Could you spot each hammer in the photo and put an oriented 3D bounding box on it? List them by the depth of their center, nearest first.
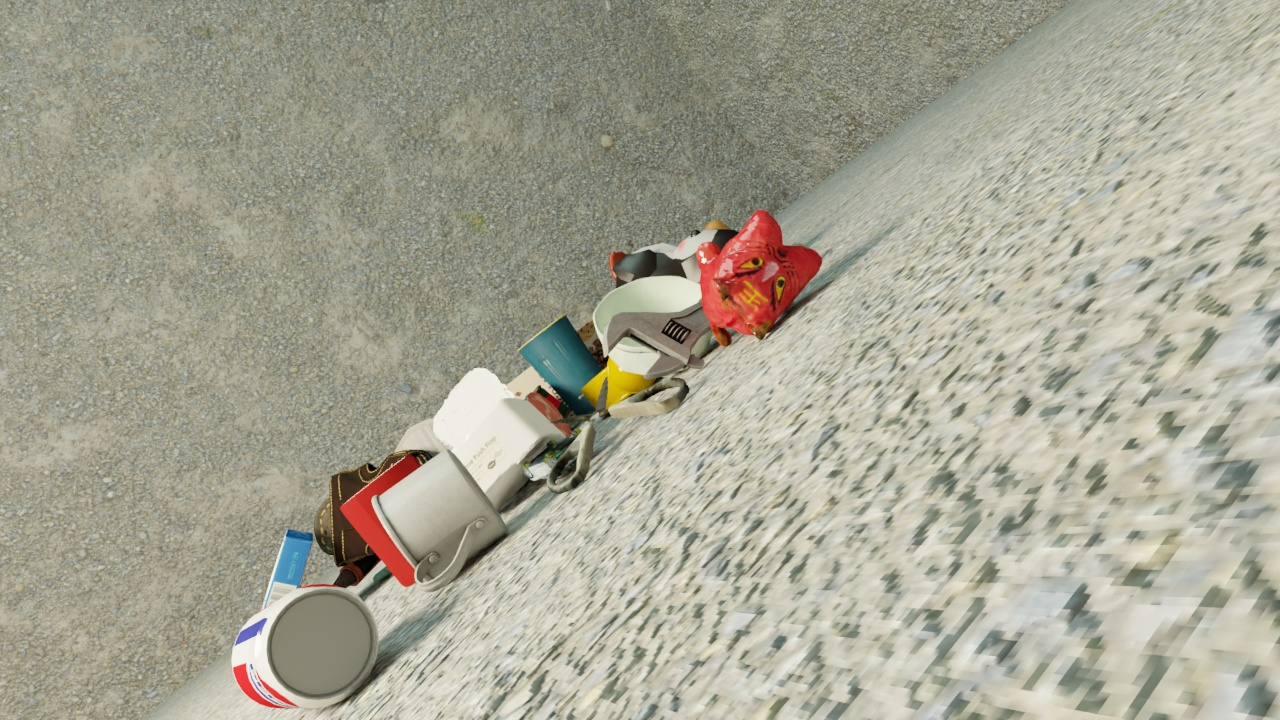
[{"bbox_3d":[-0.337,0.245,1.127,0.138,0.035,0.313,-35,9,36],"label":"hammer"}]

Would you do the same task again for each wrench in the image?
[{"bbox_3d":[0.074,-0.055,0.838,0.272,0.083,0.018,-33,-24,-38],"label":"wrench"}]

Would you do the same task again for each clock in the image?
[{"bbox_3d":[-0.006,0.006,0.986,0.113,0.052,0.152,-40,0,-35],"label":"clock"}]

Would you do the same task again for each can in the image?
[{"bbox_3d":[-0.214,0.183,0.580,0.070,0.070,0.132,-40,4,-35],"label":"can"}]

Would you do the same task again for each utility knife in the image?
[{"bbox_3d":[-0.300,0.246,1.106,0.141,0.015,0.022,-39,4,21],"label":"utility knife"}]

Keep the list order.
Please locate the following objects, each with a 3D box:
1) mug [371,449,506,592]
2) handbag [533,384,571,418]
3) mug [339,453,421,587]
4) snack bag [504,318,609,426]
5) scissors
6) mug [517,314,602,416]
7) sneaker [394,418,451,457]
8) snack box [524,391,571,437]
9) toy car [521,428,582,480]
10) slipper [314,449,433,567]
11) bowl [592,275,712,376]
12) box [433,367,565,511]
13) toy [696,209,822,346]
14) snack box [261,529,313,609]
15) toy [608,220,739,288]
[{"bbox_3d":[-0.145,0.124,0.684,0.070,0.084,0.113,-36,32,-10],"label":"mug"},{"bbox_3d":[-0.150,0.103,1.138,0.138,0.063,0.166,-48,8,15],"label":"handbag"},{"bbox_3d":[-0.227,0.154,0.880,0.080,0.096,0.117,-40,4,-29],"label":"mug"},{"bbox_3d":[-0.093,0.024,1.257,0.206,0.094,0.070,-39,4,-19],"label":"snack bag"},{"bbox_3d":[-0.031,0.050,0.720,0.171,0.012,0.157,-20,23,41],"label":"scissors"},{"bbox_3d":[-0.091,0.011,1.183,0.078,0.121,0.078,-38,4,3],"label":"mug"},{"bbox_3d":[-0.232,0.128,1.084,0.089,0.099,0.237,-21,-15,-47],"label":"sneaker"},{"bbox_3d":[-0.136,0.096,0.944,0.121,0.072,0.072,-38,3,11],"label":"snack box"},{"bbox_3d":[-0.069,0.083,0.778,0.038,0.027,0.090,-39,6,-31],"label":"toy car"},{"bbox_3d":[-0.308,0.168,1.030,0.269,0.113,0.075,-22,-19,41],"label":"slipper"},{"bbox_3d":[0.017,-0.024,0.876,0.117,0.061,0.117,-6,37,5],"label":"bowl"},{"bbox_3d":[-0.151,0.064,0.874,0.107,0.132,0.151,-45,-9,3],"label":"box"},{"bbox_3d":[0.072,-0.046,0.728,0.093,0.088,0.133,-61,3,-32],"label":"toy"},{"bbox_3d":[-0.398,0.240,1.040,0.154,0.033,0.088,159,126,-69],"label":"snack box"},{"bbox_3d":[0.066,-0.092,1.131,0.159,0.140,0.185,17,-29,-42],"label":"toy"}]
